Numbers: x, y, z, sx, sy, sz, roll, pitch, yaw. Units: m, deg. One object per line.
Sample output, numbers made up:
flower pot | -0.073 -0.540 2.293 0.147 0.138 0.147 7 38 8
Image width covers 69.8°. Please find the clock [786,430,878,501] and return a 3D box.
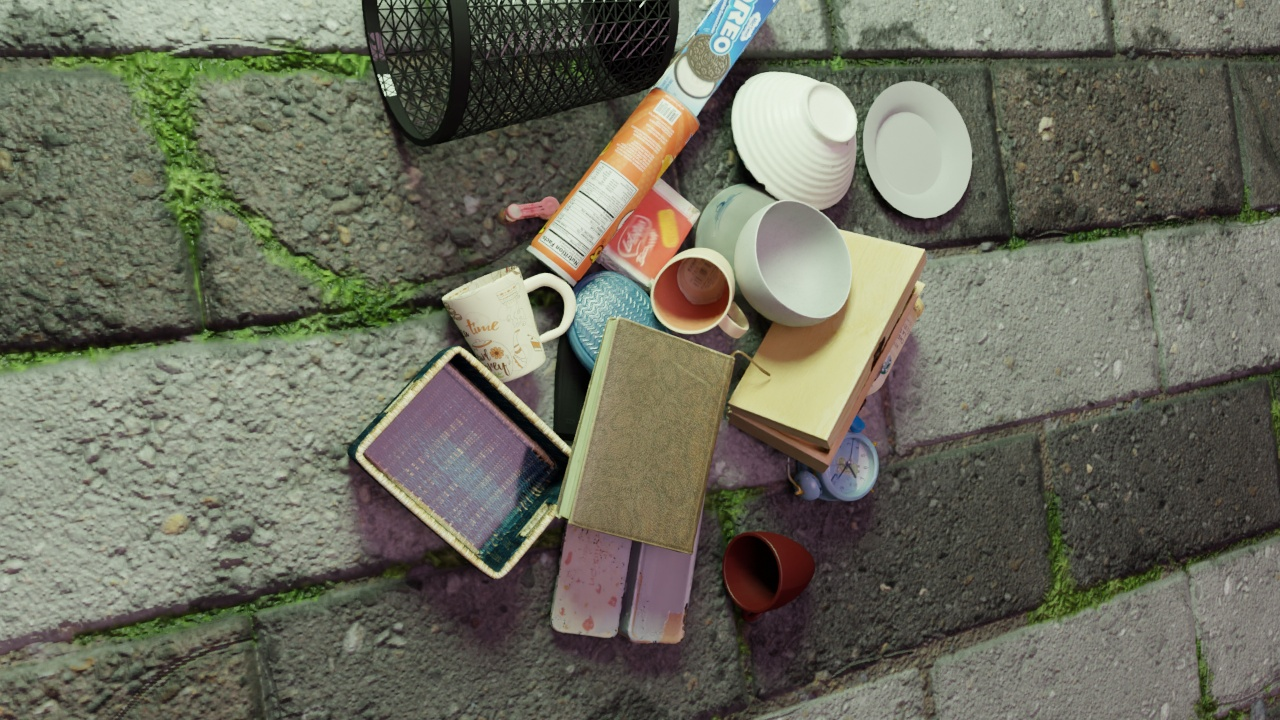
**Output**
clock | 0.222 0.121 1.074 0.124 0.052 0.088 7 86 -24

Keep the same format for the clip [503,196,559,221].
clip | -0.115 -0.156 0.959 0.058 0.038 0.022 -10 95 -25

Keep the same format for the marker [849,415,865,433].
marker | 0.212 0.038 1.068 0.018 0.015 0.123 -35 74 -32

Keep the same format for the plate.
plate | 0.347 -0.266 1.165 0.172 0.019 0.172 1 87 -24

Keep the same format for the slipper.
slipper | -0.006 0.006 0.972 0.103 0.059 0.214 -39 97 -25

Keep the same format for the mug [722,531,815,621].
mug | 0.148 0.245 1.030 0.088 0.087 0.114 4 114 -41

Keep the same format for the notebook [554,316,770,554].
notebook | 0.028 0.079 0.925 0.190 0.035 0.215 19 76 -23

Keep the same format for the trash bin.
trash bin | -0.109 -0.328 0.873 0.242 0.217 0.217 -16 94 -30

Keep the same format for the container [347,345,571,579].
container | -0.167 0.098 0.892 0.187 0.071 0.145 46 71 -16

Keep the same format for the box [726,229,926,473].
box | 0.207 -0.023 1.019 0.140 0.123 0.248 30 73 8

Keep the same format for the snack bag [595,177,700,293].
snack bag | 0.007 -0.138 0.999 0.077 0.036 0.115 37 74 -19

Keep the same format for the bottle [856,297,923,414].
bottle | 0.281 -0.012 1.103 0.056 0.057 0.161 38 74 -18

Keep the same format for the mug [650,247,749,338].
mug | 0.072 -0.069 0.978 0.111 0.104 0.085 43 109 -4

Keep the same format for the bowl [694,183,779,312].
bowl | 0.139 -0.133 1.046 0.150 0.057 0.150 2 86 -24

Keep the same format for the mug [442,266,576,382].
mug | -0.122 -0.042 0.916 0.121 0.081 0.097 -26 105 -14

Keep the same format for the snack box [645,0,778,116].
snack box | 0.077 -0.344 1.028 0.059 0.060 0.226 39 74 -14

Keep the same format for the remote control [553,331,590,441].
remote control | -0.072 0.022 0.970 0.039 0.010 0.124 9 84 -23

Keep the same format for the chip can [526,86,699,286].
chip can | -0.028 -0.177 0.941 0.062 0.062 0.210 38 90 -18

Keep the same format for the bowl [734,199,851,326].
bowl | 0.155 -0.098 0.978 0.131 0.065 0.131 9 72 -28

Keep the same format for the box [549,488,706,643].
box | -0.013 0.187 0.980 0.153 0.058 0.216 13 83 -24

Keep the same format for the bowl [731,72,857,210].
bowl | 0.196 -0.267 1.048 0.177 0.071 0.177 9 70 -27
